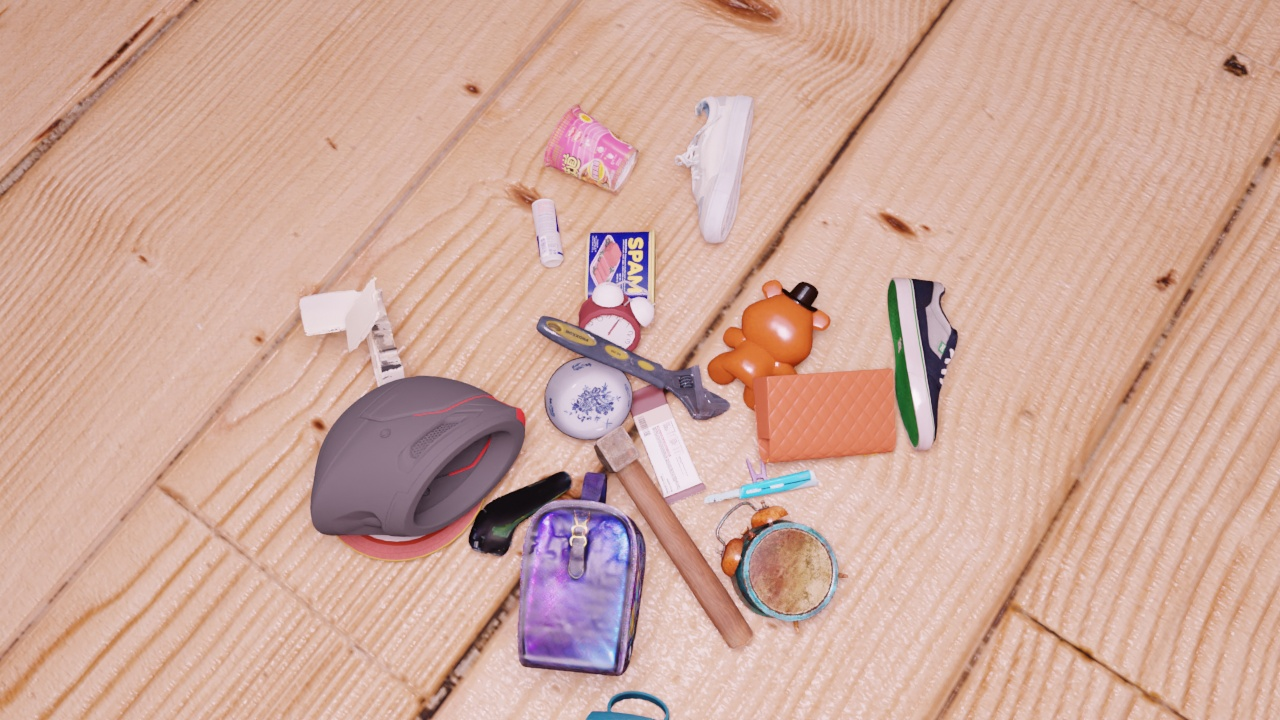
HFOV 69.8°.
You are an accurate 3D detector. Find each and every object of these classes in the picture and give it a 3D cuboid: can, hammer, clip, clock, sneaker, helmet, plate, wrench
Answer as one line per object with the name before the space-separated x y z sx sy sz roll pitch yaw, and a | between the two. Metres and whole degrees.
can | -0.130 -0.179 1.287 0.032 0.032 0.095 -11 71 -1
hammer | 0.040 0.216 1.110 0.037 0.158 0.301 -33 86 -8
clip | 0.150 0.148 1.173 0.035 0.013 0.051 -9 74 1
clock | 0.159 0.240 1.108 0.157 0.073 0.121 44 79 4
sneaker | 0.097 -0.270 1.283 0.091 0.089 0.241 8 66 10
helmet | -0.283 0.111 1.104 0.170 0.164 0.264 37 68 25
sneaker | 0.370 0.001 1.175 0.079 0.084 0.235 0 68 3
clock | -0.036 -0.052 1.200 0.087 0.125 0.044 25 35 -19
can | -0.026 -0.120 1.250 0.092 0.056 0.116 0 71 4
plate | -0.306 0.146 1.193 0.230 0.021 0.229 -1 71 3
wrench | -0.007 0.007 1.182 0.273 0.022 0.073 24 57 -11

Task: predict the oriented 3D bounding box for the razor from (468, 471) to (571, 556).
razor | -0.150 0.193 1.161 0.151 0.054 0.067 -30 99 -15

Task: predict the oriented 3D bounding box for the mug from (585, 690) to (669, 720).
mug | -0.012 0.435 1.057 0.104 0.085 0.111 10 44 12

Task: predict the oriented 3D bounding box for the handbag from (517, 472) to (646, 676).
handbag | -0.061 0.240 1.057 0.125 0.205 0.221 4 78 4

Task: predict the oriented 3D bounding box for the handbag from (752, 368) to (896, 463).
handbag | 0.230 0.070 1.154 0.171 0.060 0.109 -3 88 -15

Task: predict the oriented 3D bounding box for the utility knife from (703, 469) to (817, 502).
utility knife | 0.151 0.163 1.153 0.151 0.015 0.022 -12 98 -12

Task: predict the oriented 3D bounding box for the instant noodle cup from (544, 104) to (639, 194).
instant noodle cup | -0.065 -0.292 1.295 0.108 0.098 0.097 30 75 4

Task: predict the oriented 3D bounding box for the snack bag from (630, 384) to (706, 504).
snack bag | 0.030 0.106 1.193 0.057 0.013 0.157 -22 71 -2

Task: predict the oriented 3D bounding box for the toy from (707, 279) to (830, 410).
toy | 0.169 -0.026 1.189 0.112 0.096 0.176 39 105 14

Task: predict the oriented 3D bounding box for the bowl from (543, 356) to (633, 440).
bowl | -0.066 0.055 1.198 0.114 0.045 0.114 -1 71 2

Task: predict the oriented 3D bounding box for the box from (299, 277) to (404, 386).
box | -0.363 -0.036 1.146 0.106 0.193 0.143 -12 53 -19
